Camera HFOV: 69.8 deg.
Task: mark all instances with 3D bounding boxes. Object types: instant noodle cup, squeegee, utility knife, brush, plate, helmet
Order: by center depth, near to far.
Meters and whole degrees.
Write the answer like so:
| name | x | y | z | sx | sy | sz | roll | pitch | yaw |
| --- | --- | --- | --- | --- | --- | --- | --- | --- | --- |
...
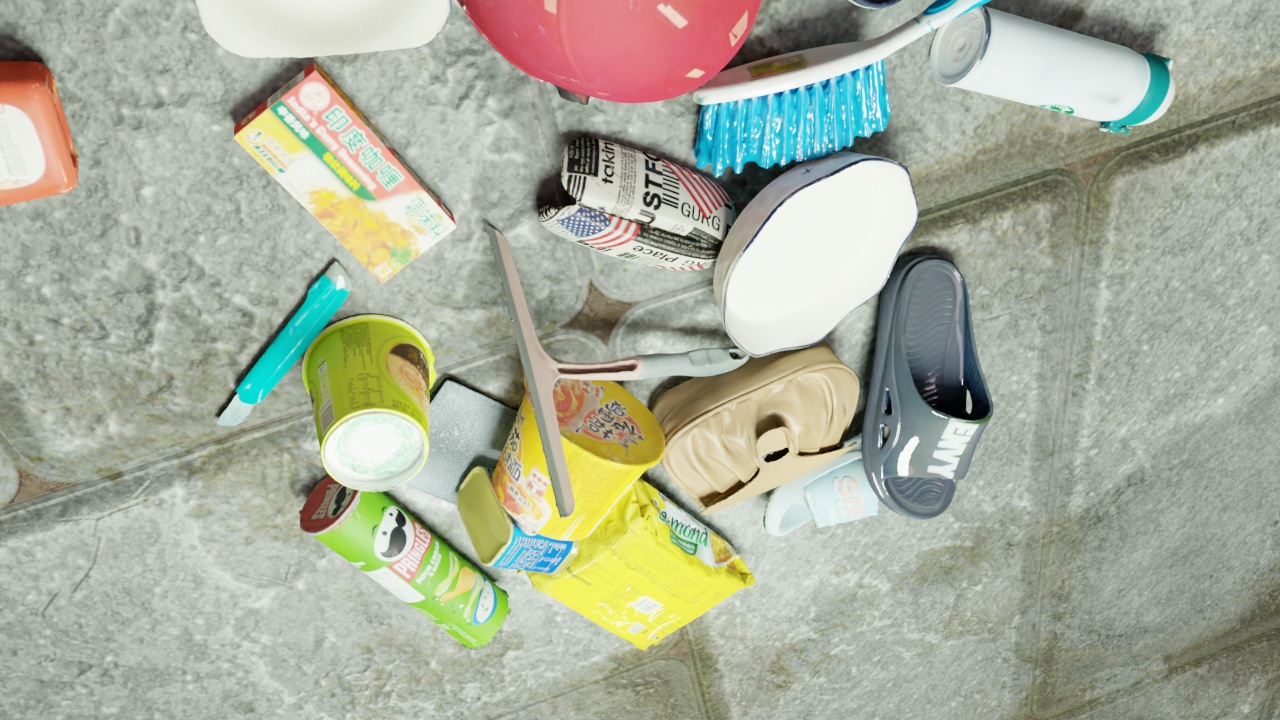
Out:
| name | x | y | z | sx | sy | sz | roll | pitch | yaw |
| --- | --- | --- | --- | --- | --- | --- | --- | --- | --- |
| plate | -0.211 | -0.283 | 0.591 | 0.163 | 0.034 | 0.164 | -8 | 125 | -13 |
| helmet | -0.006 | -0.264 | 0.609 | 0.239 | 0.144 | 0.207 | 24 | 110 | -31 |
| brush | 0.189 | -0.231 | 0.714 | 0.314 | 0.060 | 0.109 | -12 | 126 | 5 |
| instant noodle cup | -0.218 | 0.041 | 0.750 | 0.111 | 0.123 | 0.112 | -9 | 125 | -13 |
| utility knife | -0.296 | -0.009 | 0.759 | 0.029 | 0.013 | 0.183 | 35 | 105 | -30 |
| squeegee | -0.005 | 0.005 | 0.798 | 0.249 | 0.247 | 0.040 | -3 | 159 | -37 |
| plate | 0.148 | -0.094 | 0.799 | 0.204 | 0.045 | 0.205 | -23 | 142 | -20 |
| instant noodle cup | -0.063 | 0.086 | 0.828 | 0.138 | 0.138 | 0.110 | 18 | 119 | -28 |

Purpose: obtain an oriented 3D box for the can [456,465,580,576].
| name | x | y | z | sx | sy | sz | roll | pitch | yaw |
| --- | --- | --- | --- | --- | --- | --- | --- | --- | --- |
| can | -0.116 | 0.150 | 0.860 | 0.083 | 0.102 | 0.057 | 19 | 115 | -44 |

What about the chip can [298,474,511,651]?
| name | x | y | z | sx | sy | sz | roll | pitch | yaw |
| --- | --- | --- | --- | --- | --- | --- | --- | --- | --- |
| chip can | -0.220 | 0.197 | 0.887 | 0.072 | 0.072 | 0.236 | -34 | 127 | 5 |

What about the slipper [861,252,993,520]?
| name | x | y | z | sx | sy | sz | roll | pitch | yaw |
| --- | --- | --- | --- | --- | --- | --- | --- | --- | --- |
| slipper | 0.281 | 0.032 | 0.886 | 0.110 | 0.083 | 0.268 | -3 | 100 | -17 |

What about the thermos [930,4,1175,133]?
| name | x | y | z | sx | sy | sz | roll | pitch | yaw |
| --- | --- | --- | --- | --- | --- | --- | --- | --- | --- |
| thermos | 0.359 | -0.246 | 0.788 | 0.224 | 0.073 | 0.073 | 5 | 121 | -22 |

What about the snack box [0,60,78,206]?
| name | x | y | z | sx | sy | sz | roll | pitch | yaw |
| --- | --- | --- | --- | --- | --- | --- | --- | --- | --- |
| snack box | -0.414 | -0.146 | 0.589 | 0.080 | 0.082 | 0.091 | -12 | 127 | -23 |

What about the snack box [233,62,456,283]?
| name | x | y | z | sx | sy | sz | roll | pitch | yaw |
| --- | --- | --- | --- | --- | --- | --- | --- | --- | --- |
| snack box | -0.218 | -0.137 | 0.691 | 0.077 | 0.027 | 0.156 | -36 | 126 | 6 |

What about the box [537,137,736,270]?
| name | x | y | z | sx | sy | sz | roll | pitch | yaw |
| --- | --- | --- | --- | --- | --- | --- | --- | --- | --- |
| box | -0.004 | -0.121 | 0.768 | 0.162 | 0.075 | 0.087 | 13 | 148 | -29 |

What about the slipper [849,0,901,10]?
| name | x | y | z | sx | sy | sz | roll | pitch | yaw |
| --- | --- | --- | --- | --- | --- | --- | --- | --- | --- |
| slipper | 0.139 | -0.350 | 0.630 | 0.105 | 0.095 | 0.253 | -34 | 130 | 3 |

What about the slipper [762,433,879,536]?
| name | x | y | z | sx | sy | sz | roll | pitch | yaw |
| --- | --- | --- | --- | --- | --- | --- | --- | --- | --- |
| slipper | 0.243 | 0.126 | 0.978 | 0.245 | 0.074 | 0.104 | -29 | 152 | -2 |

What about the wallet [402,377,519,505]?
| name | x | y | z | sx | sy | sz | roll | pitch | yaw |
| --- | --- | --- | --- | --- | --- | --- | --- | --- | --- |
| wallet | -0.174 | 0.078 | 0.857 | 0.097 | 0.019 | 0.121 | 29 | 108 | -34 |

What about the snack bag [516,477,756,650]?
| name | x | y | z | sx | sy | sz | roll | pitch | yaw |
| --- | --- | --- | --- | --- | --- | --- | --- | --- | --- |
| snack bag | -0.001 | 0.224 | 0.968 | 0.158 | 0.068 | 0.246 | -36 | 131 | 16 |

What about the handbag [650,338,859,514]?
| name | x | y | z | sx | sy | sz | roll | pitch | yaw |
| --- | --- | --- | --- | --- | --- | --- | --- | --- | --- |
| handbag | 0.117 | 0.069 | 0.896 | 0.204 | 0.099 | 0.148 | -24 | 128 | -2 |
